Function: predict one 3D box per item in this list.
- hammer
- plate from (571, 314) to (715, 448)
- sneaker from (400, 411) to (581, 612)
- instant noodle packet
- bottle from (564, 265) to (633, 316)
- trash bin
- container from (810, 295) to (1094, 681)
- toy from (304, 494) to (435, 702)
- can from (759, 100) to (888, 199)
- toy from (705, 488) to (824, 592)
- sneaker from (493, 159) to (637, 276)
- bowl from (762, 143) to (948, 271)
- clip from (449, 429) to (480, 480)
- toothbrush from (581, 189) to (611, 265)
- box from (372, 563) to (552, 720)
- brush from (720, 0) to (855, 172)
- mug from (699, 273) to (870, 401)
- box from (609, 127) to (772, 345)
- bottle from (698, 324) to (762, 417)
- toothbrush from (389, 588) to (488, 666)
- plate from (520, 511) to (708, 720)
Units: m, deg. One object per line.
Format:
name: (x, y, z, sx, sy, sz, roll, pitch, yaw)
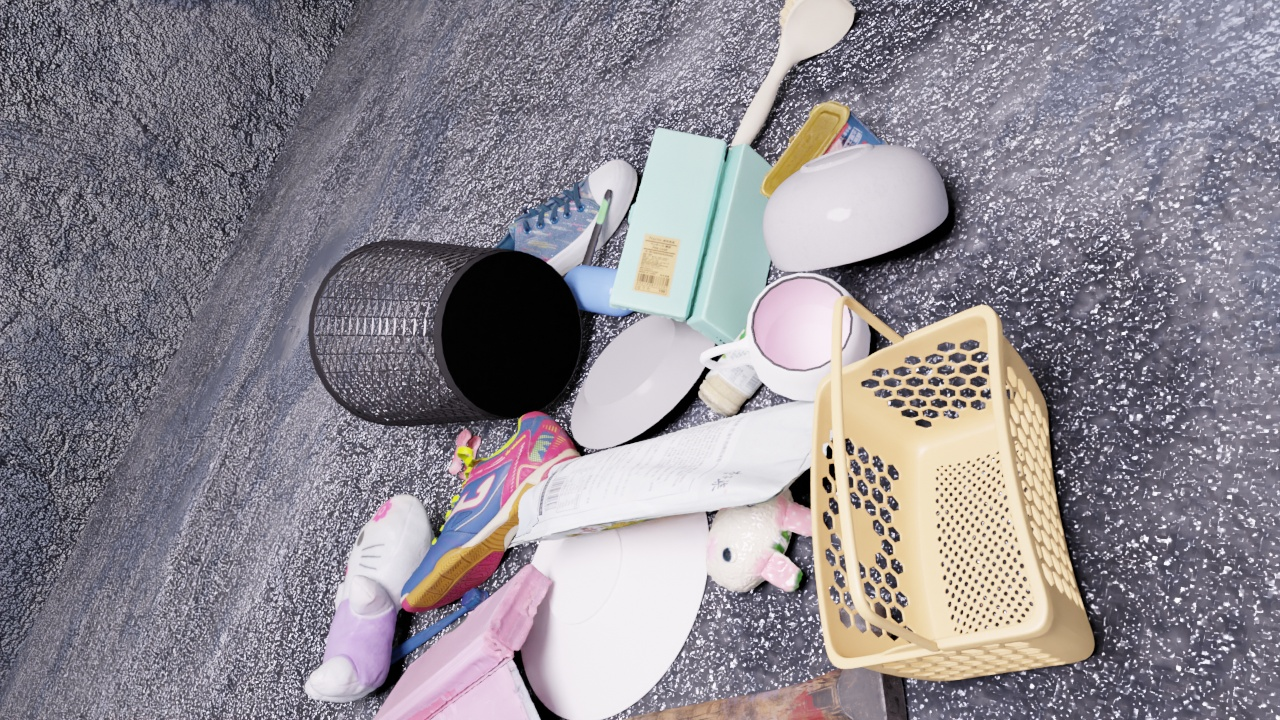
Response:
hammer: (0.031, 0.261, 0.627, 0.331, 0.033, 0.119, -29, 45, 37)
plate: (-0.005, 0.005, 0.839, 0.173, 0.019, 0.172, -34, 29, 21)
sneaker: (-0.156, 0.147, 0.894, 0.242, 0.116, 0.091, -45, 65, 13)
instant noodle packet: (0.025, 0.089, 0.701, 0.270, 0.057, 0.146, -17, 17, 37)
bottle: (-0.028, -0.070, 0.934, 0.131, 0.048, 0.048, 14, 76, 54)
trash bin: (-0.200, -0.028, 0.977, 0.244, 0.217, 0.216, 3, 66, 49)
container: (0.151, 0.071, 0.500, 0.130, 0.167, 0.183, -26, 46, 38)
toy: (-0.271, 0.245, 0.942, 0.138, 0.085, 0.208, 132, 159, -59)
can: (0.153, -0.161, 0.770, 0.100, 0.059, 0.054, -54, 35, 6)
toy: (0.079, 0.123, 0.661, 0.112, 0.050, 0.087, 21, 81, 49)
sneaker: (-0.104, -0.152, 1.064, 0.236, 0.079, 0.087, -40, 38, 25)
bowl: (0.153, -0.120, 0.676, 0.132, 0.064, 0.131, -19, 16, 6)
clip: (-0.202, 0.102, 1.028, 0.023, 0.041, 0.059, -24, 51, 35)
toothbrush: (-0.062, -0.099, 0.999, 0.014, 0.017, 0.188, 13, 86, 37)
box: (-0.158, 0.291, 0.779, 0.234, 0.075, 0.172, -45, 36, 34)
brush: (0.117, -0.243, 0.889, 0.272, 0.062, 0.077, -59, 18, 6)
mug: (0.106, -0.012, 0.676, 0.124, 0.076, 0.090, -14, 71, 12)
box: (0.056, -0.109, 0.791, 0.056, 0.138, 0.186, -33, 39, 58)
bottle: (0.093, -0.005, 0.743, 0.110, 0.042, 0.042, -52, 35, 11)
toothbrush: (-0.221, 0.277, 0.937, 0.190, 0.017, 0.016, -37, 39, 28)
plate: (-0.038, 0.181, 0.772, 0.230, 0.030, 0.228, -31, 43, 34)
